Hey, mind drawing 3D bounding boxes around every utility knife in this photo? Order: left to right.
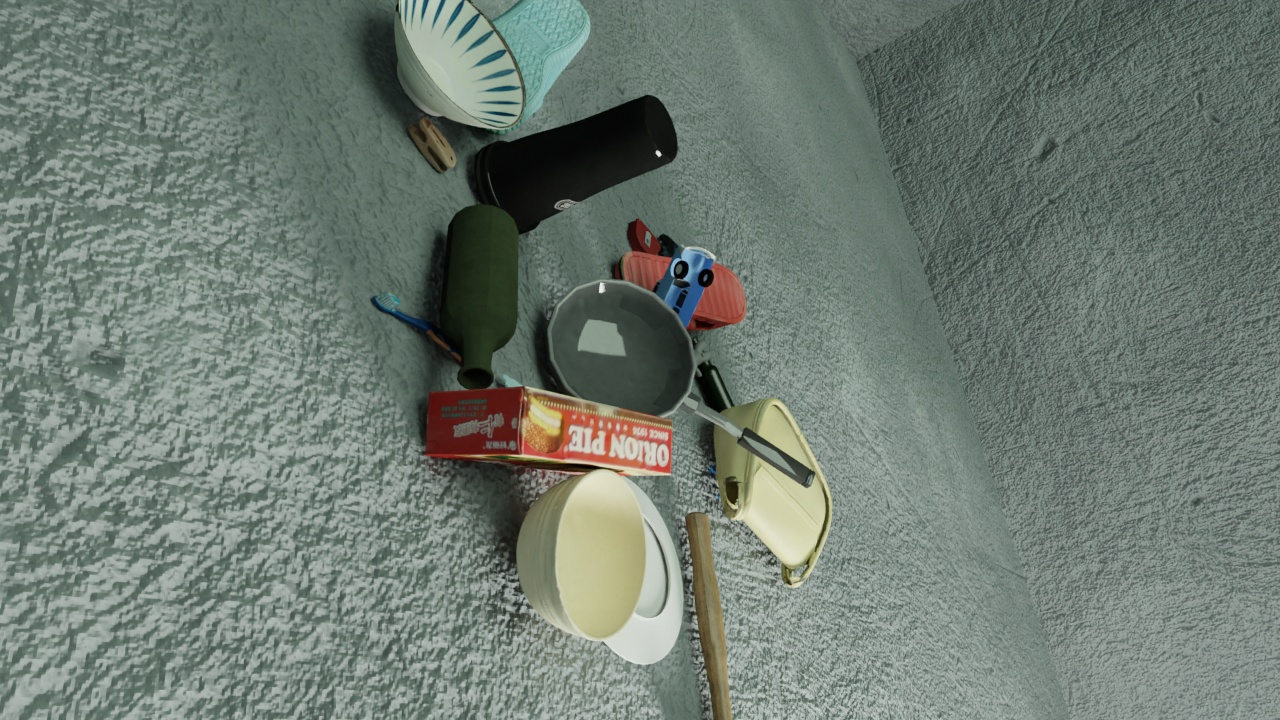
[{"bbox_3d":[-0.074,0.064,0.981,0.218,0.019,0.030,41,31,-47],"label":"utility knife"}]

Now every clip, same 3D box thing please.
[{"bbox_3d":[-0.213,-0.225,0.951,0.061,0.049,0.025,27,38,-10],"label":"clip"}]

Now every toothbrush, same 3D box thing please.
[{"bbox_3d":[-0.191,-0.025,0.848,0.135,0.017,0.021,39,36,-40],"label":"toothbrush"}]

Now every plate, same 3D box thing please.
[{"bbox_3d":[-0.008,0.216,0.980,0.208,0.015,0.208,40,37,-40],"label":"plate"}]

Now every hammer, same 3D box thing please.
[{"bbox_3d":[0.079,0.316,1.027,0.132,0.040,0.304,39,38,-51],"label":"hammer"}]

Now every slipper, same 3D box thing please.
[{"bbox_3d":[-0.151,-0.367,1.124,0.116,0.070,0.275,44,52,-17],"label":"slipper"},{"bbox_3d":[0.054,-0.092,1.283,0.248,0.059,0.103,5,64,-42],"label":"slipper"}]

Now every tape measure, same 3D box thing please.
[{"bbox_3d":[0.007,-0.166,1.298,0.059,0.019,0.051,46,33,-33],"label":"tape measure"}]

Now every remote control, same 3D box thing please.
[{"bbox_3d":[0.078,-0.136,1.397,0.150,0.022,0.047,38,39,-41],"label":"remote control"}]

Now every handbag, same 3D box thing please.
[{"bbox_3d":[0.175,0.176,1.248,0.233,0.089,0.190,50,48,-32],"label":"handbag"}]

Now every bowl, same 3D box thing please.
[{"bbox_3d":[-0.208,-0.310,0.976,0.177,0.071,0.177,36,40,-38],"label":"bowl"},{"bbox_3d":[-0.063,0.175,0.836,0.150,0.075,0.150,17,71,-59],"label":"bowl"}]

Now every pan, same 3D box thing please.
[{"bbox_3d":[0.048,0.044,1.039,0.357,0.041,0.178,33,56,-8],"label":"pan"}]

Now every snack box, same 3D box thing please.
[{"bbox_3d":[-0.077,0.071,0.857,0.236,0.113,0.060,18,71,-55],"label":"snack box"}]

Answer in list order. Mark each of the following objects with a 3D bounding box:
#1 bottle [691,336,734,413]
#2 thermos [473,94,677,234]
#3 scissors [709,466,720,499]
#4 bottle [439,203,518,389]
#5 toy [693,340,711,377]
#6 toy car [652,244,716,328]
[{"bbox_3d":[0.097,0.025,1.295,0.033,0.033,0.123,-23,89,-62],"label":"bottle"},{"bbox_3d":[-0.072,-0.215,0.996,0.105,0.219,0.105,35,47,-51],"label":"thermos"},{"bbox_3d":[0.129,0.183,1.254,0.130,0.018,0.110,-10,74,-63],"label":"scissors"},{"bbox_3d":[-0.151,-0.059,0.861,0.071,0.072,0.206,41,30,-38],"label":"bottle"},{"bbox_3d":[0.063,0.007,1.236,0.111,0.030,0.049,-39,103,-49],"label":"toy"},{"bbox_3d":[0.043,-0.077,1.179,0.056,0.153,0.055,14,17,-37],"label":"toy car"}]
